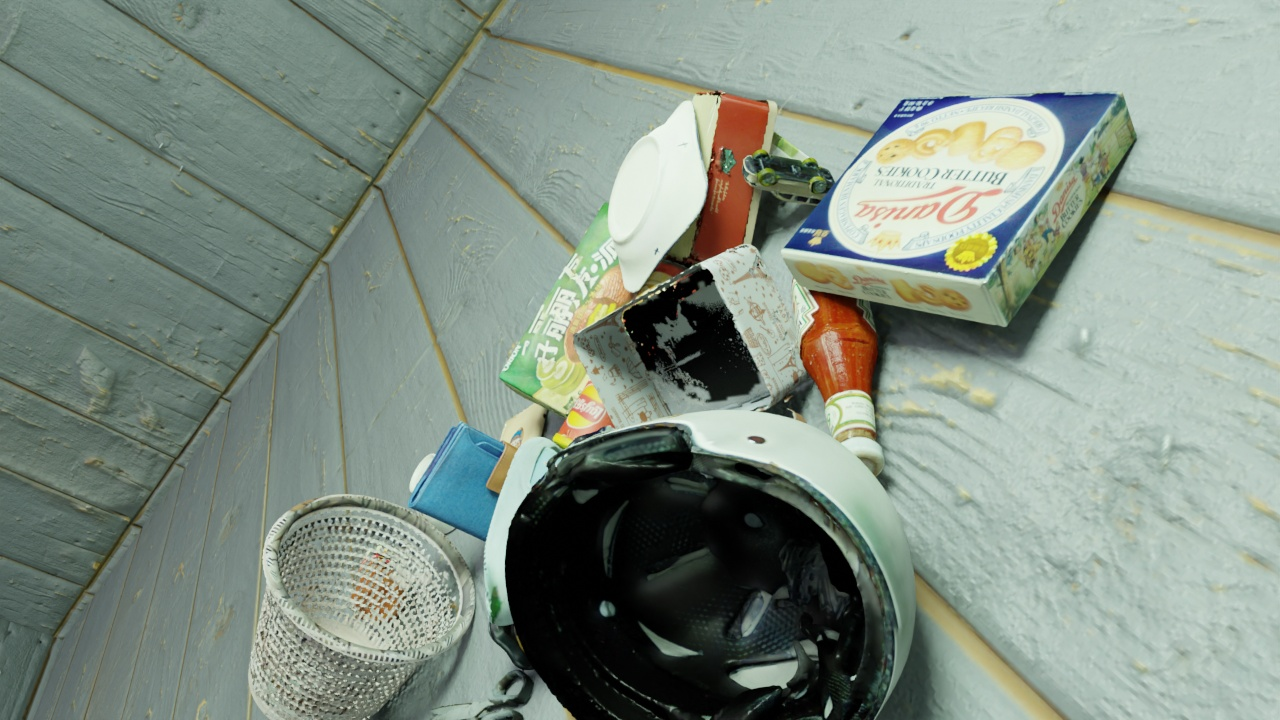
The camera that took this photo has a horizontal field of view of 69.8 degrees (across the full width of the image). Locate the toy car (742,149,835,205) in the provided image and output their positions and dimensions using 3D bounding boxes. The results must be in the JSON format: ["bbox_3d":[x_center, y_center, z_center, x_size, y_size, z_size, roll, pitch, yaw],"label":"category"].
[{"bbox_3d":[0.139,-0.172,0.869,0.042,0.090,0.035,-98,21,-49],"label":"toy car"}]

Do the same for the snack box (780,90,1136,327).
[{"bbox_3d":[0.224,-0.118,0.664,0.182,0.046,0.178,-51,36,-16],"label":"snack box"}]

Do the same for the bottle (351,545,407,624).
[{"bbox_3d":[-0.332,0.276,1.166,0.067,0.066,0.149,-55,21,2],"label":"bottle"}]

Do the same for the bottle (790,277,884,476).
[{"bbox_3d":[0.151,0.002,0.695,0.060,0.059,0.205,-36,33,32],"label":"bottle"}]

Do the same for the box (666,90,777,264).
[{"bbox_3d":[0.070,-0.180,0.918,0.091,0.079,0.168,-141,59,-67],"label":"box"}]

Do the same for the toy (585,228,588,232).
[{"bbox_3d":[-0.038,-0.111,1.117,0.105,0.066,0.157,-41,38,24],"label":"toy"}]

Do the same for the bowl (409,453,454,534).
[{"bbox_3d":[-0.251,0.156,1.160,0.114,0.062,0.113,-36,34,29],"label":"bowl"}]

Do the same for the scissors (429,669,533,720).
[{"bbox_3d":[-0.161,0.342,0.873,0.175,0.014,0.135,-47,28,16],"label":"scissors"}]

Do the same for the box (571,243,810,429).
[{"bbox_3d":[0.051,0.053,0.766,0.179,0.126,0.273,-25,68,43],"label":"box"}]

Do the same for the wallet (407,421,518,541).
[{"bbox_3d":[-0.162,0.135,0.966,0.106,0.133,0.040,-58,31,-2],"label":"wallet"}]

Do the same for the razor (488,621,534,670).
[{"bbox_3d":[-0.068,0.249,0.796,0.168,0.062,0.067,0,90,51],"label":"razor"}]

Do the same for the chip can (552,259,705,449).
[{"bbox_3d":[-0.005,0.005,0.924,0.216,0.073,0.073,-60,28,-9],"label":"chip can"}]

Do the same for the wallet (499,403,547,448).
[{"bbox_3d":[-0.149,0.109,1.092,0.087,0.024,0.115,-33,37,38],"label":"wallet"}]

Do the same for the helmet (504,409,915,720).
[{"bbox_3d":[0.055,0.131,0.584,0.275,0.230,0.156,-27,-3,44],"label":"helmet"}]

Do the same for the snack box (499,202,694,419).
[{"bbox_3d":[-0.044,-0.050,1.013,0.114,0.063,0.240,26,82,36],"label":"snack box"}]

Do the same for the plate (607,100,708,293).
[{"bbox_3d":[0.007,-0.168,0.921,0.164,0.034,0.164,-49,35,43],"label":"plate"}]

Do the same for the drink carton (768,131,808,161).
[{"bbox_3d":[0.133,-0.218,0.964,0.045,0.053,0.122,-52,28,15],"label":"drink carton"}]

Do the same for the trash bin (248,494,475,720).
[{"bbox_3d":[-0.321,0.290,0.994,0.192,0.227,0.227,-58,25,24],"label":"trash bin"}]

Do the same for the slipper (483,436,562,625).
[{"bbox_3d":[-0.093,0.153,0.862,0.245,0.074,0.104,-78,-9,-66],"label":"slipper"}]
